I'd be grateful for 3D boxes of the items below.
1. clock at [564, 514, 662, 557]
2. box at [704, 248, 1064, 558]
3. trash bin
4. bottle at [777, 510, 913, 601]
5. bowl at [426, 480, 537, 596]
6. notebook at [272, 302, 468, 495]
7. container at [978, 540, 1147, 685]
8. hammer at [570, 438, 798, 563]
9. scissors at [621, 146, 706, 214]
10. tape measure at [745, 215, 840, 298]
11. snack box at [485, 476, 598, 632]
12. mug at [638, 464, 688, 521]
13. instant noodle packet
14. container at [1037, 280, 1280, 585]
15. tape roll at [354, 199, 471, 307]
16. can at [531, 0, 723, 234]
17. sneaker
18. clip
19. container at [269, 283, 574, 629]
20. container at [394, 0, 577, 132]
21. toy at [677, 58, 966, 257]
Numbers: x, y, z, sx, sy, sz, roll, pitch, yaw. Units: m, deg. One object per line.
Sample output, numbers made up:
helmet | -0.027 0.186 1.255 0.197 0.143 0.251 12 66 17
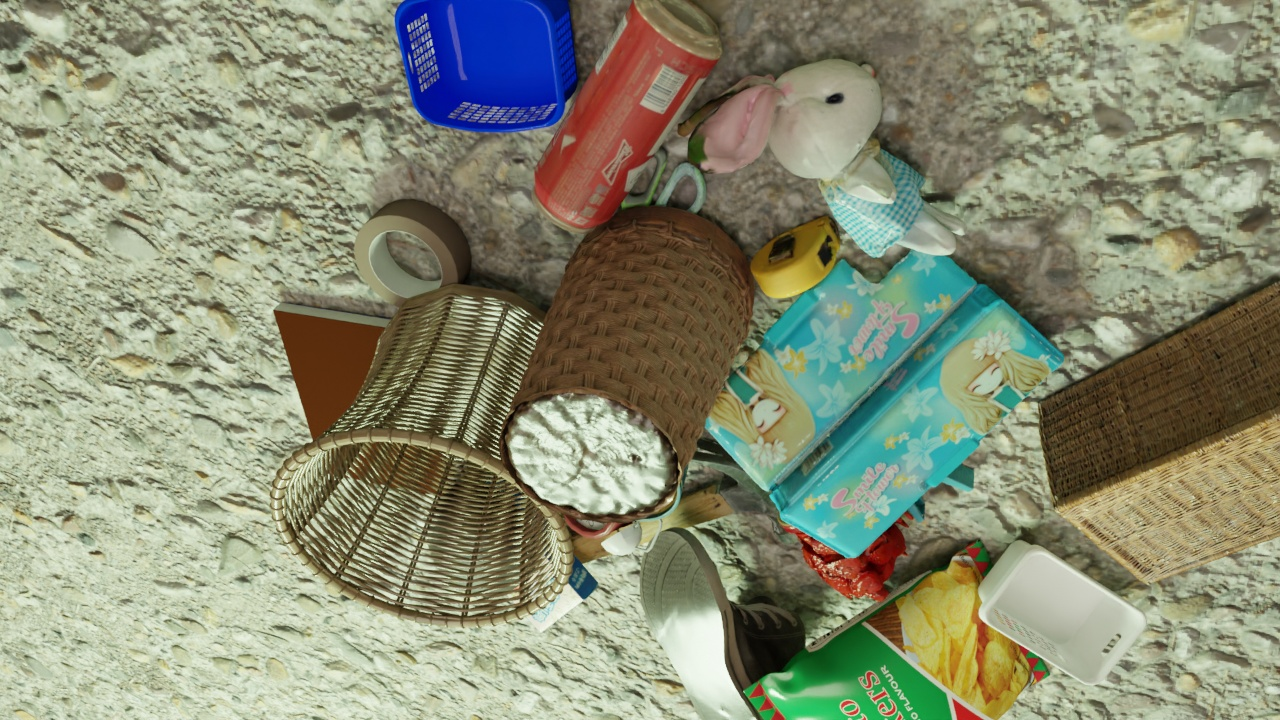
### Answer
clock | -0.031 0.126 0.849 0.124 0.044 0.087 38 121 27
box | 0.176 0.027 0.691 0.180 0.073 0.227 40 107 -6
trash bin | -0.004 0.004 0.658 0.151 0.209 0.151 8 130 9
bottle | 0.187 0.152 0.803 0.099 0.098 0.111 -34 103 34
bowl | -0.167 0.186 0.905 0.121 0.056 0.121 14 119 26
notebook | -0.260 0.046 0.908 0.172 0.022 0.209 9 128 13
container | 0.359 0.213 0.798 0.129 0.049 0.081 32 100 -7
hammer | -0.009 0.168 0.912 0.331 0.033 0.132 -25 116 32
scissors | -0.010 -0.094 0.729 0.072 0.033 0.176 26 126 -7
tape measure | 0.110 -0.074 0.674 0.068 0.058 0.030 -20 118 30
snack box | -0.122 0.198 0.943 0.154 0.033 0.088 48 128 4
mug | 0.012 0.062 0.778 0.084 0.104 0.112 34 126 -8
instant noodle packet | 0.248 0.304 0.864 0.253 0.090 0.195 -33 114 1
container | 0.398 0.058 0.644 0.112 0.113 0.199 39 129 -18
tape roll | -0.193 -0.088 0.779 0.094 0.030 0.094 9 128 12
can | -0.013 -0.167 0.632 0.067 0.067 0.171 33 125 -8
sneaker | 0.084 0.244 0.887 0.095 0.119 0.235 -16 108 41
clip | 0.209 0.093 0.790 0.127 0.028 0.113 43 125 -16
container | -0.151 0.070 0.749 0.227 0.195 0.227 4 131 5
container | -0.102 -0.214 0.637 0.114 0.058 0.096 5 127 14
toy | 0.136 -0.135 0.601 0.205 0.130 0.106 26 114 -10
